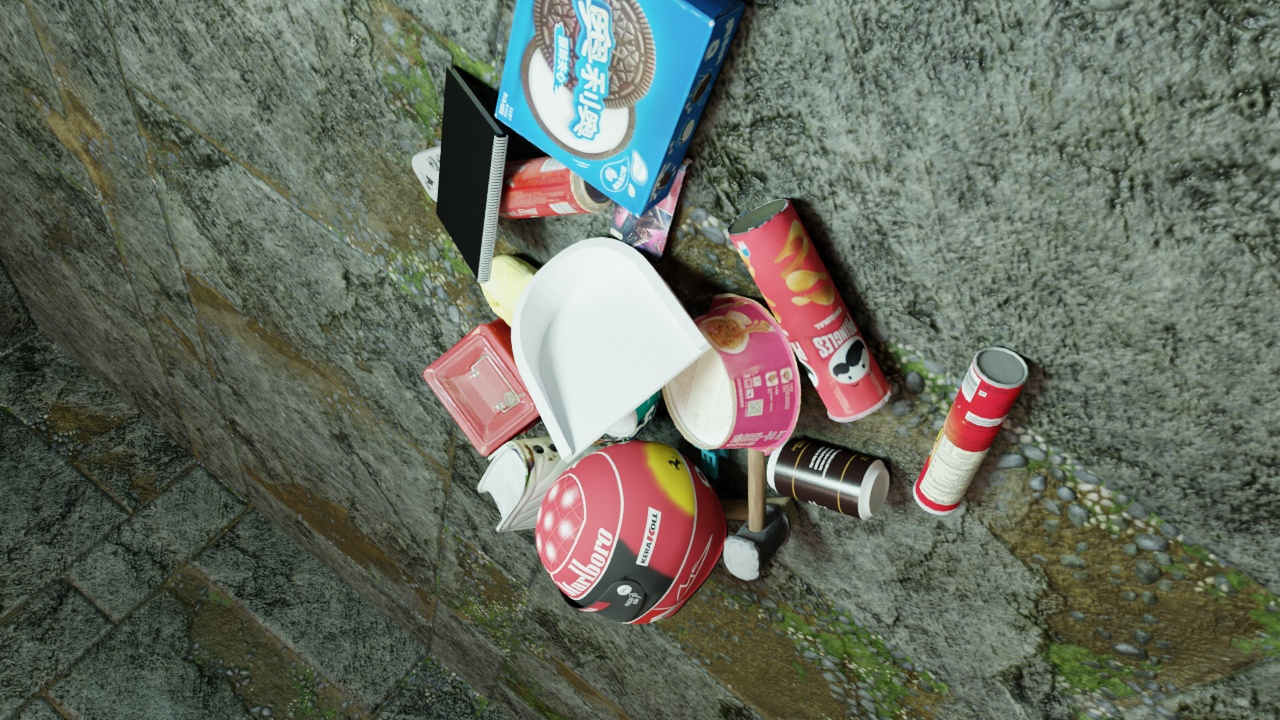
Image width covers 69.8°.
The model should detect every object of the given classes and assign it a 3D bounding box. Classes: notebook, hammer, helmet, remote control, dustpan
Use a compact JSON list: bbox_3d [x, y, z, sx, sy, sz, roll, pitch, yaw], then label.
[{"bbox_3d":[-0.202,-0.214,1.078,0.149,0.016,0.207,54,144,34],"label":"notebook"},{"bbox_3d":[0.142,0.119,1.113,0.052,0.097,0.329,16,123,32],"label":"hammer"},{"bbox_3d":[-0.026,0.228,1.205,0.272,0.224,0.197,-60,36,30],"label":"helmet"},{"bbox_3d":[-0.235,-0.239,1.166,0.151,0.019,0.074,0,128,45],"label":"remote control"},{"bbox_3d":[0.085,0.212,1.319,0.324,0.051,0.117,-7,120,45],"label":"hammer"},{"bbox_3d":[-0.056,-0.037,1.021,0.053,0.191,0.257,45,-170,-37],"label":"dustpan"}]

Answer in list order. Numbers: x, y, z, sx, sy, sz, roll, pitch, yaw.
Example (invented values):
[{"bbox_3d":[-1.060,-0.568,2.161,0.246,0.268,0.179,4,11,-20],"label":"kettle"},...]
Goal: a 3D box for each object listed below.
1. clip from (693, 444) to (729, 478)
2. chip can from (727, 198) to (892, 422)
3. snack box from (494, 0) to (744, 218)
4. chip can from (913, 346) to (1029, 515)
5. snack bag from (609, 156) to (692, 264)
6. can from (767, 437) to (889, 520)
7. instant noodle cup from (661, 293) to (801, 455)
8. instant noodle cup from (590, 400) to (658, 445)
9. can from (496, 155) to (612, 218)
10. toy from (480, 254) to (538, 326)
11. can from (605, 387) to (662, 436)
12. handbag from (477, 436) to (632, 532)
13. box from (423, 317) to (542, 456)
[{"bbox_3d":[0.104,0.086,1.181,0.031,0.121,0.130,21,170,22],"label":"clip"},{"bbox_3d":[0.171,-0.050,0.923,0.073,0.073,0.233,-9,121,49],"label":"chip can"},{"bbox_3d":[-0.031,-0.280,0.873,0.195,0.056,0.240,37,141,10],"label":"snack box"},{"bbox_3d":[0.328,0.076,0.922,0.052,0.051,0.215,28,143,20],"label":"chip can"},{"bbox_3d":[0.008,-0.176,0.997,0.074,0.018,0.156,34,143,14],"label":"snack bag"},{"bbox_3d":[0.220,0.137,1.078,0.129,0.071,0.072,13,136,36],"label":"can"},{"bbox_3d":[0.088,0.023,1.012,0.179,0.077,0.179,32,129,50],"label":"instant noodle cup"},{"bbox_3d":[-0.057,0.054,1.221,0.137,0.137,0.112,43,155,-2],"label":"instant noodle cup"},{"bbox_3d":[-0.106,-0.197,1.041,0.170,0.067,0.067,4,131,42],"label":"can"},{"bbox_3d":[-0.146,-0.072,1.222,0.170,0.064,0.155,44,152,-1],"label":"toy"},{"bbox_3d":[-0.006,0.006,1.096,0.099,0.143,0.099,27,143,22],"label":"can"},{"bbox_3d":[-0.118,0.161,1.311,0.142,0.198,0.096,-55,52,34],"label":"handbag"},{"bbox_3d":[-0.192,0.028,1.334,0.147,0.156,0.157,-36,86,14],"label":"box"}]
